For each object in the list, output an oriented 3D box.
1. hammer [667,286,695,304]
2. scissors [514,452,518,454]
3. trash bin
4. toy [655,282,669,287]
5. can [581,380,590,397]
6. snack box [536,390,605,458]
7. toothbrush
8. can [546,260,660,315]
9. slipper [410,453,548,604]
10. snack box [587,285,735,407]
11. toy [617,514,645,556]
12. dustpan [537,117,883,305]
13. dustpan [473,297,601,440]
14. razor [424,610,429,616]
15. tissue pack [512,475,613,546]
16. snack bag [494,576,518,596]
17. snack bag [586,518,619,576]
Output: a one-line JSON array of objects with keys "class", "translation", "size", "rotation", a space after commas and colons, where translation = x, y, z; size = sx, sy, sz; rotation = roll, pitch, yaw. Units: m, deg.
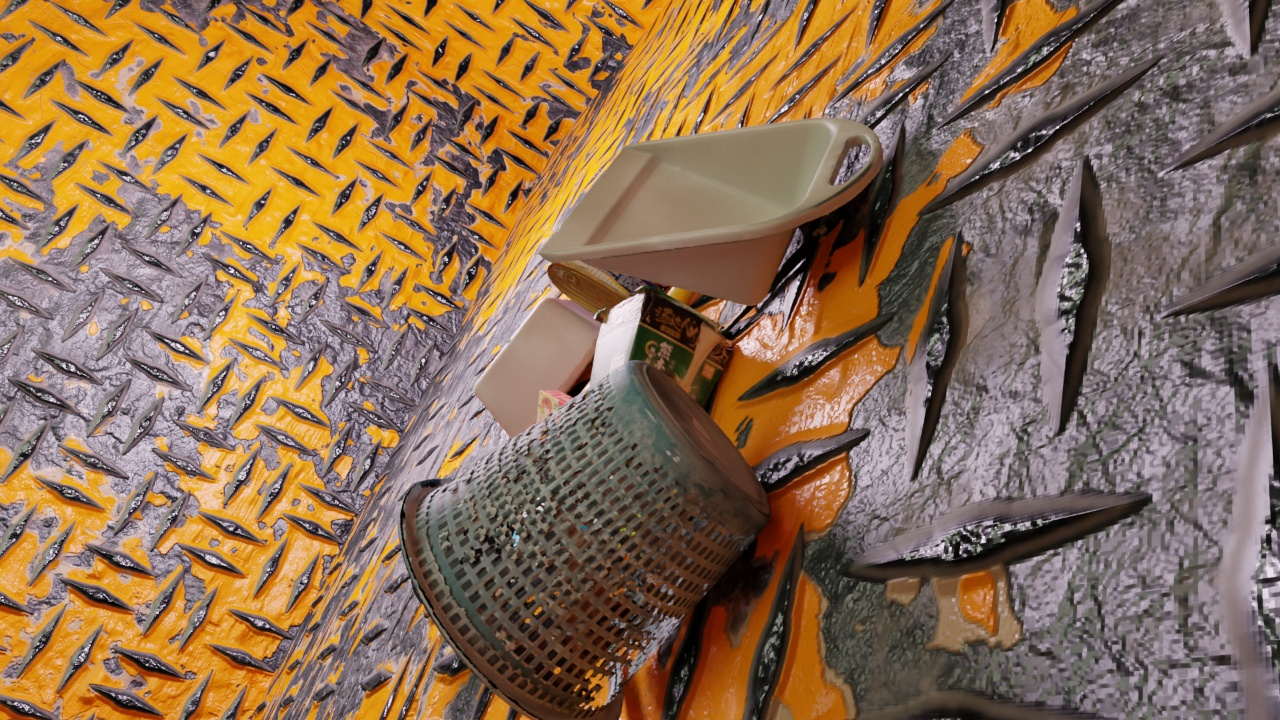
[{"class": "hammer", "translation": [0.023, -0.045, 1.079], "size": [0.301, 0.033, 0.128], "rotation": [-54, 17, 16]}, {"class": "scissors", "translation": [-0.162, 0.133, 1.164], "size": [0.054, 0.017, 0.134], "rotation": [-44, -11, -37]}, {"class": "trash bin", "translation": [-0.023, 0.116, 0.659], "size": [0.195, 0.226, 0.226], "rotation": [-42, 19, 10]}, {"class": "toy", "translation": [-0.012, -0.148, 1.222], "size": [0.200, 0.130, 0.140], "rotation": [1, 98, 60]}, {"class": "can", "translation": [-0.006, 0.006, 1.027], "size": [0.146, 0.058, 0.058], "rotation": [-50, 18, 26]}, {"class": "snack box", "translation": [-0.075, 0.085, 1.026], "size": [0.153, 0.025, 0.075], "rotation": [22, 108, 58]}, {"class": "toothbrush", "translation": [0.123, -0.072, 0.873], "size": [0.186, 0.012, 0.017], "rotation": [-47, 9, 34]}, {"class": "can", "translation": [-0.045, -0.095, 1.166], "size": [0.049, 0.148, 0.075], "rotation": [-54, -12, -30]}, {"class": "slipper", "translation": [-0.203, 0.207, 1.154], "size": [0.253, 0.105, 0.095], "rotation": [-51, 25, 15]}, {"class": "snack box", "translation": [0.009, 0.010, 0.879], "size": [0.118, 0.117, 0.105], "rotation": [-26, 39, 60]}, {"class": "toy", "translation": [0.009, 0.140, 0.793], "size": [0.097, 0.031, 0.100], "rotation": [-45, 24, 28]}, {"class": "dustpan", "translation": [0.074, -0.165, 0.833], "size": [0.222, 0.258, 0.143], "rotation": [-60, -13, -44]}, {"class": "dustpan", "translation": [-0.104, 0.030, 1.248], "size": [0.223, 0.139, 0.273], "rotation": [-53, -21, 11]}, {"class": "razor", "translation": [-0.253, 0.280, 1.275], "size": [0.068, 0.062, 0.167], "rotation": [17, 79, 40]}, {"class": "tissue pack", "translation": [-0.076, 0.165, 0.936], "size": [0.140, 0.063, 0.089], "rotation": [-35, 27, 50]}, {"class": "snack bag", "translation": [-0.160, 0.260, 1.079], "size": [0.106, 0.026, 0.045], "rotation": [-41, 20, 40]}, {"class": "snack bag", "translation": [-0.029, 0.155, 0.860], "size": [0.026, 0.048, 0.104], "rotation": [87, -165, -55]}]
